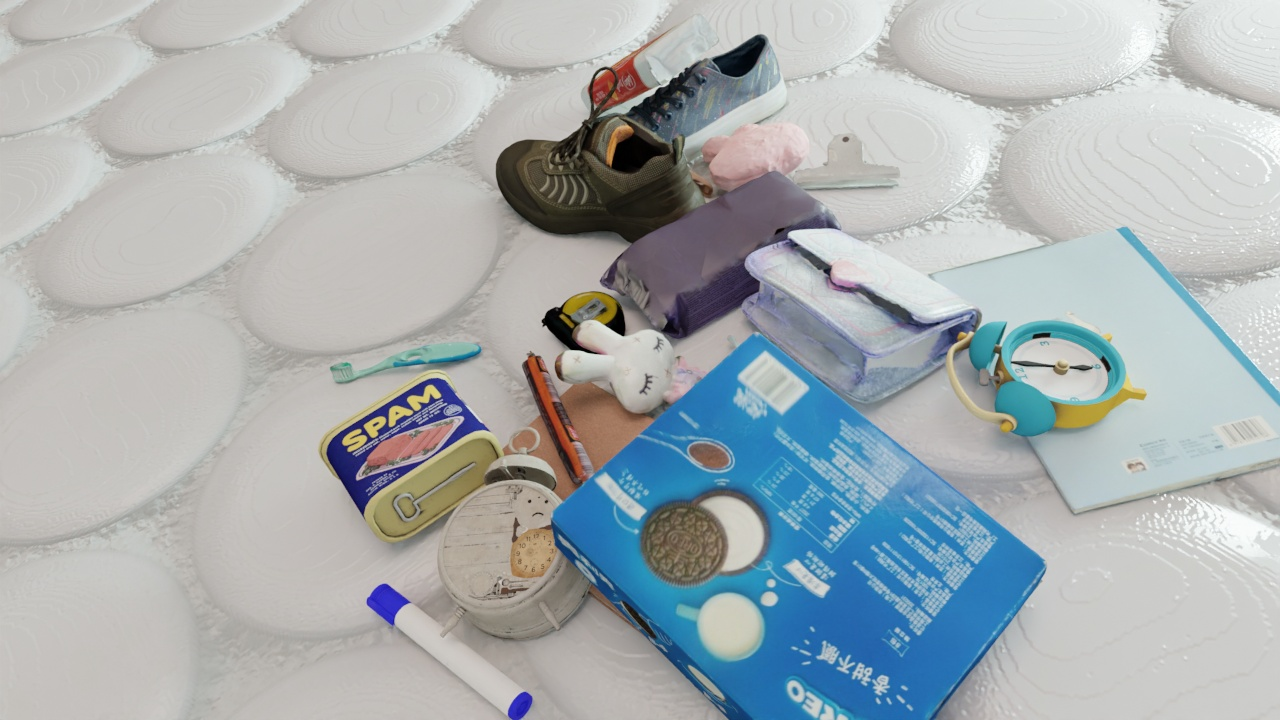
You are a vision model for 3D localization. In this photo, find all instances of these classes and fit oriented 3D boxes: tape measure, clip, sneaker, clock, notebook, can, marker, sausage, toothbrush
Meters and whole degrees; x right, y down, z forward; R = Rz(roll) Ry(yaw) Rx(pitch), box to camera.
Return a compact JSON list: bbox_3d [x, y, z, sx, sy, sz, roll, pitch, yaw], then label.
[{"bbox_3d":[-0.044,-0.034,0.793,0.061,0.034,0.062,-33,51,-22],"label":"tape measure"},{"bbox_3d":[0.200,-0.196,0.895,0.102,0.045,0.055,0,60,11],"label":"clip"},{"bbox_3d":[0.052,-0.270,0.965,0.235,0.079,0.087,-27,48,-14],"label":"sneaker"},{"bbox_3d":[0.290,0.010,0.667,0.129,0.044,0.099,-6,47,-1],"label":"clock"},{"bbox_3d":[0.048,-0.178,0.918,0.052,0.026,0.058,-8,47,2],"label":"clip"},{"bbox_3d":[0.356,-0.006,0.704,0.181,0.009,0.253,-14,46,0],"label":"notebook"},{"bbox_3d":[-0.172,0.072,0.698,0.116,0.057,0.092,-33,44,-17],"label":"can"},{"bbox_3d":[-0.130,0.192,0.610,0.142,0.020,0.020,26,57,30],"label":"marker"},{"bbox_3d":[-0.088,0.113,0.633,0.103,0.061,0.156,-7,56,12],"label":"clock"},{"bbox_3d":[-0.053,-0.194,0.870,0.238,0.143,0.100,17,53,26],"label":"sneaker"},{"bbox_3d":[-0.067,0.044,0.722,0.020,0.020,0.155,-22,47,-9],"label":"sausage"},{"bbox_3d":[-0.207,0.000,0.808,0.135,0.017,0.022,-11,43,2],"label":"toothbrush"},{"bbox_3d":[-0.016,0.101,0.680,0.209,0.008,0.141,29,59,32],"label":"notebook"}]

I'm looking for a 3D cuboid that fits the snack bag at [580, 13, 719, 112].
[{"bbox_3d":[0.001,-0.301,0.949,0.077,0.041,0.225,-40,16,-11],"label":"snack bag"}]

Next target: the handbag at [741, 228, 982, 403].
[{"bbox_3d":[0.174,-0.050,0.740,0.126,0.069,0.158,-24,44,-24],"label":"handbag"}]

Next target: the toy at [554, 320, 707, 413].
[{"bbox_3d":[-0.004,0.004,0.733,0.122,0.038,0.079,17,48,-2],"label":"toy"}]

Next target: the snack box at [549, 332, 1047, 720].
[{"bbox_3d":[0.094,0.120,0.568,0.239,0.056,0.195,41,65,20],"label":"snack box"}]

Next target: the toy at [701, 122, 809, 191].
[{"bbox_3d":[0.109,-0.208,0.918,0.108,0.053,0.105,-26,36,-10],"label":"toy"}]

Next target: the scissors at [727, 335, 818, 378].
[{"bbox_3d":[0.110,0.037,0.709,0.171,0.023,0.172,-38,49,-26],"label":"scissors"}]

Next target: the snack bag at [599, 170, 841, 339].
[{"bbox_3d":[0.073,-0.098,0.814,0.205,0.058,0.096,-30,49,-17],"label":"snack bag"}]
